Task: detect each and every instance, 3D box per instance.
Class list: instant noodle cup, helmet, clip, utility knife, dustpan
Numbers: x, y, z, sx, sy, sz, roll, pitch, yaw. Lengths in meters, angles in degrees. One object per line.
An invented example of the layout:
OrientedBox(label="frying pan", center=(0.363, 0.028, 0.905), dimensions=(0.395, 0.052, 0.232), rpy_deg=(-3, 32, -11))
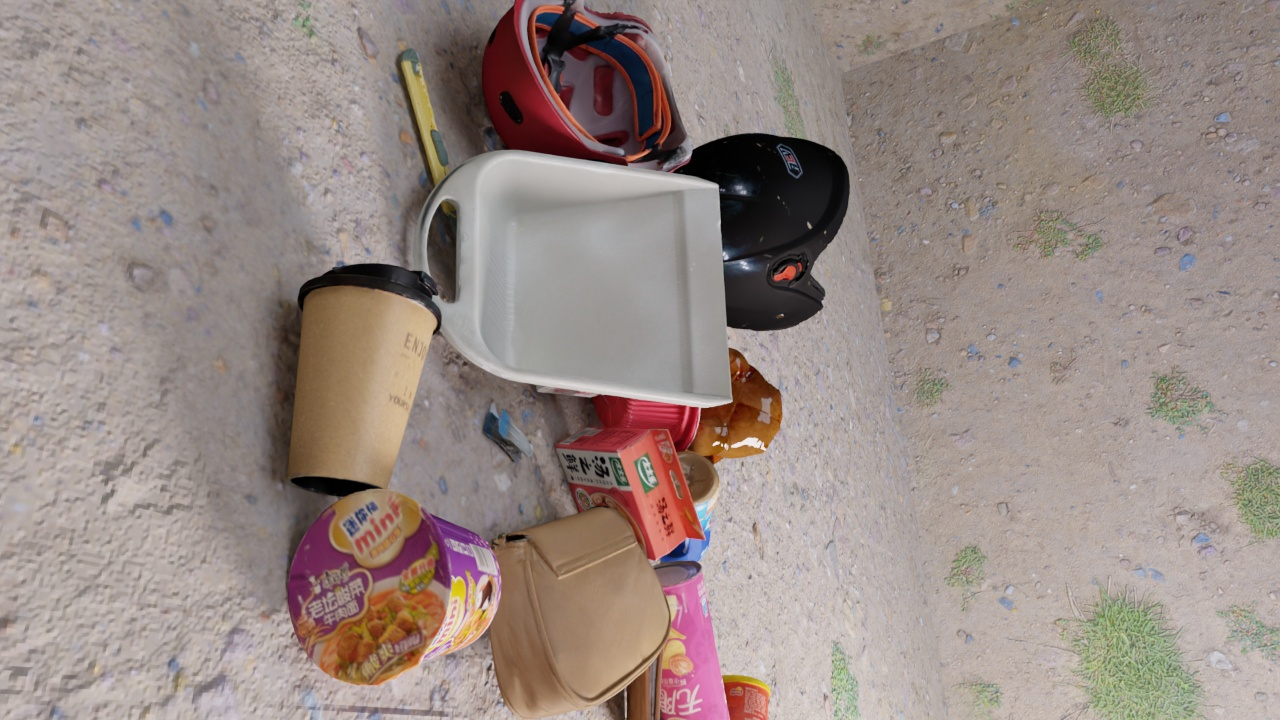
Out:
OrientedBox(label="instant noodle cup", center=(-0.005, 0.005, 0.924), dimensions=(0.065, 0.194, 0.193), rpy_deg=(-4, 77, -22))
OrientedBox(label="helmet", center=(-0.073, -0.252, 0.913), dimensions=(0.239, 0.144, 0.206), rpy_deg=(3, 65, -49))
OrientedBox(label="instant noodle cup", center=(-0.146, 0.143, 0.578), dimensions=(0.099, 0.112, 0.111), rpy_deg=(42, 40, -68))
OrientedBox(label="clip", center=(-0.114, 0.067, 0.796), dimensions=(0.058, 0.039, 0.026), rpy_deg=(51, 32, -42))
OrientedBox(label="helmet", center=(0.126, -0.174, 1.167), dimensions=(0.230, 0.276, 0.233), rpy_deg=(13, 48, -35))
OrientedBox(label="utility knife", center=(-0.177, -0.175, 0.796), dimensions=(0.030, 0.020, 0.196), rpy_deg=(-26, 107, -65))
OrientedBox(label="dustpan", center=(-0.051, -0.077, 0.787), dimensions=(0.143, 0.258, 0.222), rpy_deg=(85, 3, -76))

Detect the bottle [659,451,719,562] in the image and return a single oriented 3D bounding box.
OrientedBox(label="bottle", center=(0.042, 0.172, 0.955), dimensions=(0.219, 0.065, 0.065), rpy_deg=(92, 2, -55))

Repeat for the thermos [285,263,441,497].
OrientedBox(label="thermos", center=(-0.181, 0.012, 0.589), dimensions=(0.093, 0.093, 0.143), rpy_deg=(38, 51, -56))

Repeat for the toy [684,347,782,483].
OrientedBox(label="toy", center=(0.067, 0.065, 0.991), dimensions=(0.200, 0.130, 0.140), rpy_deg=(129, -18, -74))

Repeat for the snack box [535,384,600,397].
OrientedBox(label="snack box", center=(-0.079, -0.043, 0.895), dimensions=(0.084, 0.027, 0.156), rpy_deg=(10, 64, -56))

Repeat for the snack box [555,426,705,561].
OrientedBox(label="snack box", center=(-0.012, 0.122, 0.852), dimensions=(0.044, 0.127, 0.113), rpy_deg=(-28, 105, -36))

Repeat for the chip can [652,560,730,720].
OrientedBox(label="chip can", center=(0.047, 0.313, 0.927), dimensions=(0.071, 0.071, 0.210), rpy_deg=(-27, 108, -66))

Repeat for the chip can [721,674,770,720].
OrientedBox(label="chip can", center=(0.105, 0.460, 1.002), dimensions=(0.073, 0.073, 0.216), rpy_deg=(55, 30, -40))

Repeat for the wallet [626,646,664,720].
OrientedBox(label="wallet", center=(0.002, 0.301, 0.856), dimensions=(0.101, 0.020, 0.115), rpy_deg=(115, -21, -61))

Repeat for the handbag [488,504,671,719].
OrientedBox(label="handbag", center=(-0.058, 0.203, 0.752), dimensions=(0.204, 0.100, 0.147), rpy_deg=(2, 68, -66))
